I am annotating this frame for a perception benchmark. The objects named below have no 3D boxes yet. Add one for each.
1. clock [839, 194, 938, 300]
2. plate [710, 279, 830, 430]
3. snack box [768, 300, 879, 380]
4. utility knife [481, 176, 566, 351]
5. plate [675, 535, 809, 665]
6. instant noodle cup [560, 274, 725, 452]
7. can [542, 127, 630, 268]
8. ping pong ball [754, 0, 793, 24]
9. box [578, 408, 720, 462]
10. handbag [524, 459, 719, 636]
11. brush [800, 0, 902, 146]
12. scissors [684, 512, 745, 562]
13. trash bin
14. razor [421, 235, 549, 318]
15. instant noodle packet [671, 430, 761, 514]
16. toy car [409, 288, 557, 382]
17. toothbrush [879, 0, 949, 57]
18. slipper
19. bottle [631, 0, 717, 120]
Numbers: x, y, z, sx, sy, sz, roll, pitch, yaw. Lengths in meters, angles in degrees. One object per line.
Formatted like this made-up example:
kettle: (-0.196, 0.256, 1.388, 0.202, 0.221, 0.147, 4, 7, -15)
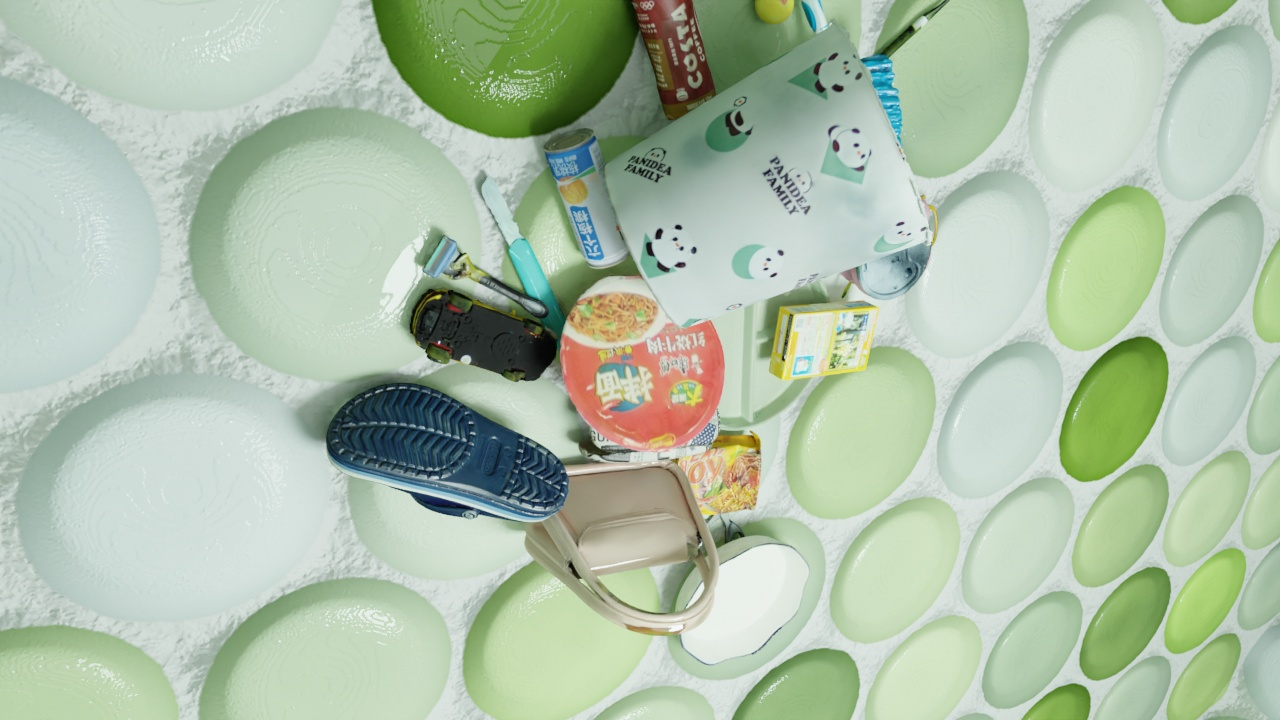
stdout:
clock: (0.314, -0.146, 1.147, 0.158, 0.060, 0.117, -24, 120, -18)
plate: (0.135, -0.024, 1.116, 0.229, 0.027, 0.230, -12, 116, -26)
snack box: (0.227, -0.026, 1.133, 0.140, 0.034, 0.087, -5, 114, -28)
utility knife: (-0.113, -0.093, 0.950, 0.029, 0.013, 0.222, -32, 126, -12)
plate: (0.133, 0.321, 1.245, 0.204, 0.045, 0.205, -15, 126, -23)
instant noodle cup: (-0.006, 0.006, 0.990, 0.193, 0.066, 0.193, 5, 77, -24)
can: (-0.052, -0.163, 0.930, 0.053, 0.053, 0.135, -30, 123, -16)
ping pong ball: (0.140, -0.372, 0.956, 0.040, 0.040, 0.040, -12, 116, -26)
box: (0.012, 0.074, 1.056, 0.162, 0.076, 0.087, 0, 107, -22)
handbag: (-0.008, 0.208, 1.007, 0.193, 0.234, 0.093, -6, 121, -26)
brush: (0.217, -0.320, 0.981, 0.109, 0.060, 0.315, -6, 104, -7)
scissors: (0.106, 0.199, 1.209, 0.159, 0.014, 0.181, -31, 121, -18)
trash bin: (0.116, -0.165, 0.891, 0.252, 0.229, 0.229, -23, 125, 13)
razor: (-0.151, -0.078, 0.928, 0.142, 0.022, 0.043, 28, 101, -33)
instant noodle packet: (0.090, 0.144, 1.147, 0.128, 0.044, 0.111, -2, 107, -19)
toy car: (-0.158, -0.023, 0.937, 0.155, 0.041, 0.071, 19, 101, -33)
toothbrush: (0.319, -0.391, 1.070, 0.185, 0.012, 0.017, -43, 120, -7)
slipper: (-0.197, 0.104, 0.945, 0.252, 0.105, 0.095, 20, 142, -21)
bottle: (0.029, -0.327, 0.902, 0.057, 0.057, 0.175, -30, 123, -16)
